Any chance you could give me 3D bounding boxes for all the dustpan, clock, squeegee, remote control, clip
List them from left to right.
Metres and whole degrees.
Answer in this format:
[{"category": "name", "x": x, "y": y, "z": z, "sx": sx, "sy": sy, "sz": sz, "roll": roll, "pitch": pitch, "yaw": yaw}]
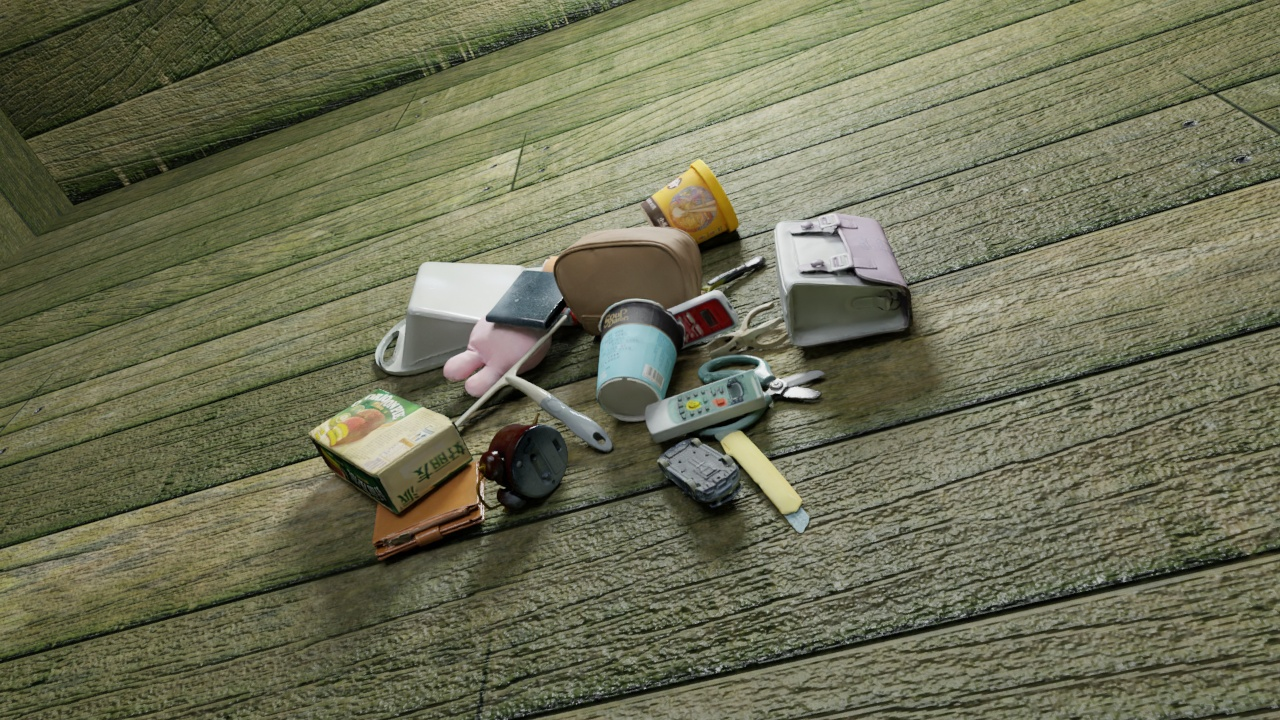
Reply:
[{"category": "dustpan", "x": -0.283, "y": -0.055, "z": 1.447, "sx": 0.257, "sy": 0.143, "sz": 0.222, "roll": 6, "pitch": 32, "yaw": -9}, {"category": "clock", "x": -0.137, "y": 0.119, "z": 1.035, "sx": 0.055, "sy": 0.082, "sz": 0.121, "roll": 6, "pitch": 41, "yaw": 44}, {"category": "squeegee", "x": -0.118, "y": 0.053, "z": 1.140, "sx": 0.246, "sy": 0.039, "sz": 0.247, "roll": -46, "pitch": 43, "yaw": -15}, {"category": "remote control", "x": 0.056, "y": -0.044, "z": 1.151, "sx": 0.136, "sy": 0.056, "sz": 0.020, "roll": -21, "pitch": 29, "yaw": 32}, {"category": "remote control", "x": 0.071, "y": 0.051, "z": 1.030, "sx": 0.135, "sy": 0.019, "sz": 0.056, "roll": -19, "pitch": 34, "yaw": 7}, {"category": "clip", "x": 0.134, "y": -0.038, "z": 1.145, "sx": 0.104, "sy": 0.035, "sz": 0.089, "roll": -16, "pitch": 36, "yaw": 25}]

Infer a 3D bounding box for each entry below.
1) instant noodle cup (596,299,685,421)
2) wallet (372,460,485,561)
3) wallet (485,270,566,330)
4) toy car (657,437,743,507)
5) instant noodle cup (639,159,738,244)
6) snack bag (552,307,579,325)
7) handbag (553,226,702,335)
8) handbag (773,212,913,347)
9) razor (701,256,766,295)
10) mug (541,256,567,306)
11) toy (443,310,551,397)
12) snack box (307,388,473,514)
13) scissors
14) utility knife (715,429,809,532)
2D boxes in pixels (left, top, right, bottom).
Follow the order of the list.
[{"category": "instant noodle cup", "x": -0.007, "y": 0.006, "z": 1.108, "sx": 0.111, "sy": 0.111, "sz": 0.120, "roll": -9, "pitch": 44, "yaw": 21}, {"category": "wallet", "x": -0.245, "y": 0.173, "z": 1.068, "sx": 0.132, "sy": 0.031, "sz": 0.107, "roll": -22, "pitch": 29, "yaw": 1}, {"category": "wallet", "x": -0.149, "y": -0.088, "z": 1.290, "sx": 0.097, "sy": 0.019, "sz": 0.120, "roll": 9, "pitch": 44, "yaw": 22}, {"category": "toy car", "x": 0.062, "y": 0.116, "z": 0.961, "sx": 0.054, "sy": 0.037, "sz": 0.121, "roll": -32, "pitch": 24, "yaw": -14}, {"category": "instant noodle cup", "x": 0.070, "y": -0.223, "z": 1.384, "sx": 0.114, "sy": 0.118, "sz": 0.118, "roll": -31, "pitch": 32, "yaw": 3}, {"category": "snack bag", "x": -0.120, "y": -0.064, "z": 1.338, "sx": 0.105, "sy": 0.026, "sz": 0.045, "roll": 2, "pitch": 25, "yaw": 30}, {"category": "handbag", "x": -0.008, "y": -0.105, "z": 1.226, "sx": 0.205, "sy": 0.148, "sz": 0.099, "roll": 2, "pitch": 28, "yaw": 33}, {"category": "handbag", "x": 0.240, "y": -0.106, "z": 1.115, "sx": 0.145, "sy": 0.098, "sz": 0.196, "roll": -3, "pitch": 31, "yaw": 5}, {"category": "razor", "x": 0.116, "y": -0.110, "z": 1.270, "sx": 0.142, "sy": 0.022, "sz": 0.043, "roll": -31, "pitch": 35, "yaw": -14}, {"category": "mug", "x": -0.076, "y": -0.117, "z": 1.351, "sx": 0.123, "sy": 0.078, "sz": 0.078, "roll": 0, "pitch": 39, "yaw": 26}, {"category": "toy", "x": -0.199, "y": -0.015, "z": 1.284, "sx": 0.121, "sy": 0.054, "sz": 0.159, "roll": 32, "pitch": 64, "yaw": 30}, {"category": "snack box", "x": -0.318, "y": 0.107, "z": 1.149, "sx": 0.114, "sy": 0.063, "sz": 0.240, "roll": -36, "pitch": 27, "yaw": -28}, {"category": "scissors", "x": 0.119, "y": 0.045, "z": 1.046, "sx": 0.175, "sy": 0.019, "sz": 0.176, "roll": 11, "pitch": 44, "yaw": 40}, {"category": "utility knife", "x": 0.125, "y": 0.117, "z": 0.937, "sx": 0.031, "sy": 0.019, "sz": 0.175, "roll": -31, "pitch": 32, "yaw": -6}]
